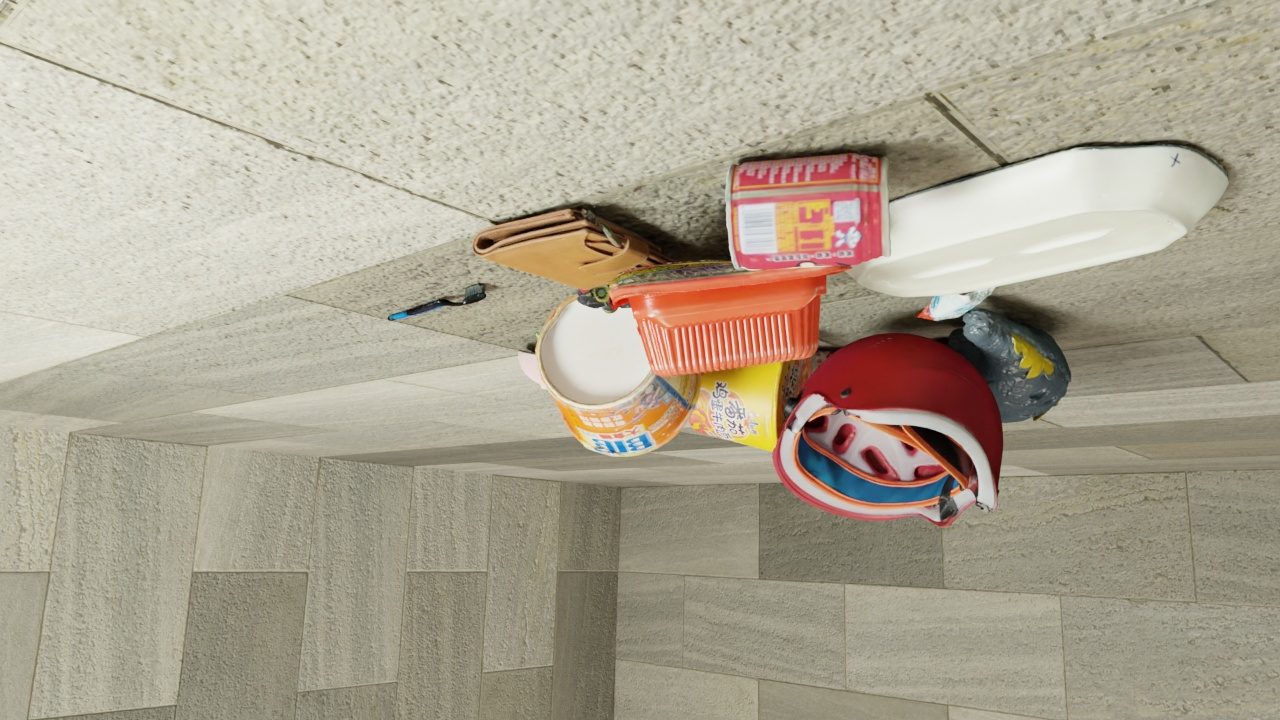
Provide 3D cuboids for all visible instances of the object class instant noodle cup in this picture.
[{"bbox_3d":[0.061,-0.036,0.680,0.164,0.079,0.188,-7,-176,1],"label":"instant noodle cup"},{"bbox_3d":[-0.025,0.006,0.874,0.151,0.151,0.111,-1,160,14],"label":"instant noodle cup"},{"bbox_3d":[0.119,0.034,1.016,0.110,0.138,0.138,6,171,25],"label":"instant noodle cup"}]

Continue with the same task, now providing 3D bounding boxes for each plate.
[{"bbox_3d":[0.253,-0.085,0.638,0.161,0.034,0.266,11,165,-40],"label":"plate"},{"bbox_3d":[-0.057,0.028,1.107,0.192,0.039,0.192,13,178,0],"label":"plate"}]

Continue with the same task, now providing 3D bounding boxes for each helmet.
[{"bbox_3d":[0.248,0.062,0.913,0.207,0.143,0.241,31,152,-10],"label":"helmet"}]

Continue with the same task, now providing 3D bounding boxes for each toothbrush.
[{"bbox_3d":[-0.206,-0.055,0.914,0.014,0.016,0.190,-1,175,-42],"label":"toothbrush"}]

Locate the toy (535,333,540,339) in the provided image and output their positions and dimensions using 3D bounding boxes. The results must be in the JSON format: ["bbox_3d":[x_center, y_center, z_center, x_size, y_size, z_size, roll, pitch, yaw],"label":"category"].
[{"bbox_3d":[-0.070,-0.019,1.020,0.100,0.031,0.097,3,167,-22],"label":"toy"}]

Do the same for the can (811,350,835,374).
[{"bbox_3d":[0.259,0.016,1.087,0.133,0.053,0.053,2,169,-1],"label":"can"}]

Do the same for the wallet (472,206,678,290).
[{"bbox_3d":[-0.041,-0.084,0.703,0.119,0.035,0.130,-2,171,33],"label":"wallet"}]

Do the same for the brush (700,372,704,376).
[{"bbox_3d":[-0.006,0.006,0.969,0.146,0.069,0.063,-14,160,7],"label":"brush"}]

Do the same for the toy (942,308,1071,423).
[{"bbox_3d":[0.376,0.014,0.977,0.138,0.091,0.356,12,168,10],"label":"toy"}]

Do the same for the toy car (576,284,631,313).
[{"bbox_3d":[-0.003,-0.061,0.800,0.106,0.031,0.049,-3,168,7],"label":"toy car"}]

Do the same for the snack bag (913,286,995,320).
[{"bbox_3d":[0.277,-0.055,0.799,0.048,0.026,0.104,-20,169,-6],"label":"snack bag"}]

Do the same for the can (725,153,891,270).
[{"bbox_3d":[0.103,-0.090,0.556,0.094,0.066,0.066,-2,168,16],"label":"can"}]
